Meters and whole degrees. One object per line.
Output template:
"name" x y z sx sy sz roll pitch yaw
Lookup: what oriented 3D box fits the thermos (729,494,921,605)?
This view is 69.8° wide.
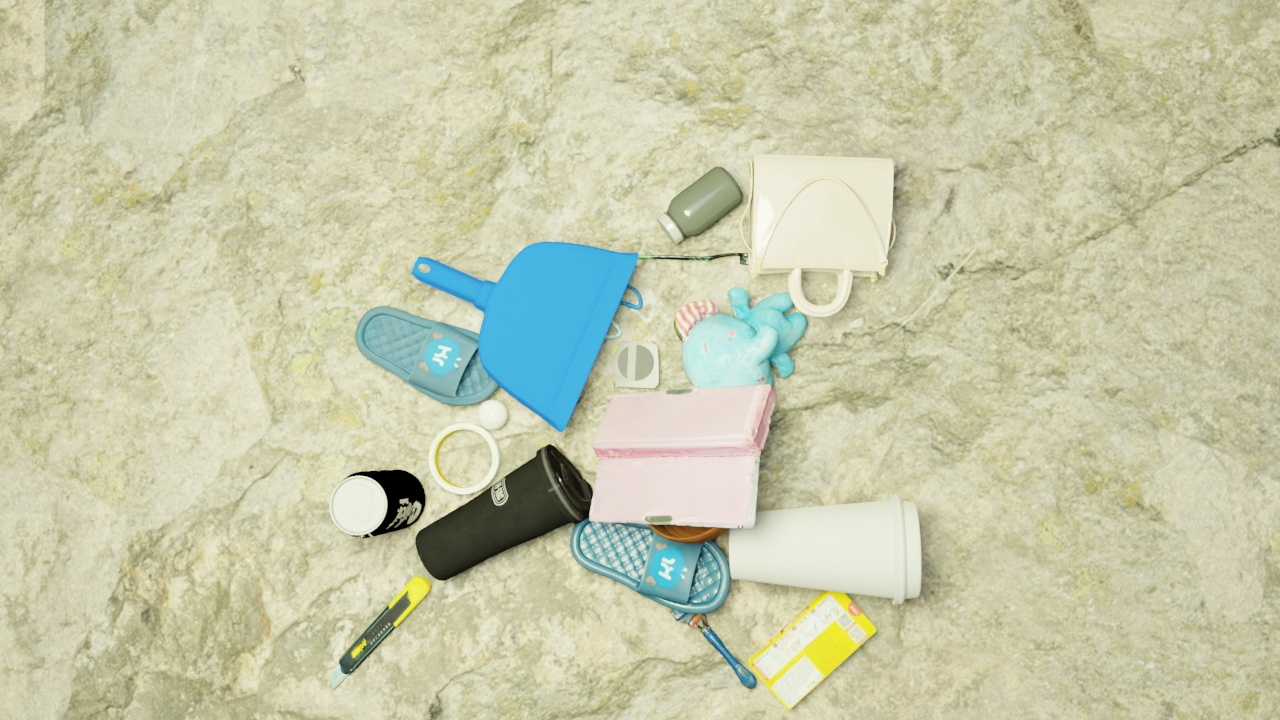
"thermos" 0.224 0.230 1.126 0.222 0.131 0.131 -1 84 12

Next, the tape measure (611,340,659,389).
"tape measure" -0.007 0.007 1.211 0.064 0.017 0.065 2 85 4

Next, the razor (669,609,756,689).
"razor" 0.097 0.361 1.169 0.043 0.018 0.141 -39 84 -12

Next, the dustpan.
"dustpan" -0.168 -0.072 1.162 0.257 0.059 0.245 23 87 -4

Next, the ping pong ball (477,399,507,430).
"ping pong ball" -0.194 0.072 1.207 0.040 0.040 0.040 0 84 4

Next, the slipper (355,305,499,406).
"slipper" -0.283 -0.006 1.213 0.214 0.059 0.104 21 89 7

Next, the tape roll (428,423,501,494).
"tape roll" -0.232 0.130 1.215 0.094 0.019 0.094 0 84 4

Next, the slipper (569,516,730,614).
"slipper" 0.013 0.247 1.162 0.214 0.059 0.103 19 75 10

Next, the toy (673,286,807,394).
"toy" 0.140 -0.017 1.163 0.180 0.115 0.183 -35 96 -11

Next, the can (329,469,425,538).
"can" -0.328 0.178 1.154 0.080 0.146 0.080 0 84 4

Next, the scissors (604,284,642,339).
"scissors" -0.066 -0.077 1.228 0.133 0.020 0.097 20 83 5

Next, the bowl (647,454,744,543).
"bowl" 0.078 0.163 1.120 0.148 0.069 0.147 -19 49 23

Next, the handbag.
"handbag" 0.223 -0.154 1.166 0.194 0.101 0.197 2 85 2

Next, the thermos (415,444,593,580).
"thermos" -0.175 0.199 1.168 0.219 0.106 0.106 -29 83 6

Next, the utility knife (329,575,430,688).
"utility knife" -0.345 0.357 1.203 0.029 0.020 0.186 42 90 9

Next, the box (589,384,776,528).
"box" 0.041 0.110 1.102 0.233 0.051 0.179 -6 56 33

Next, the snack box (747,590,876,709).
"snack box" 0.216 0.359 1.157 0.152 0.025 0.075 -42 83 0

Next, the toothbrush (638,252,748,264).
"toothbrush" 0.068 -0.135 1.221 0.188 0.014 0.017 1 92 5

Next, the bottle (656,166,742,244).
"bottle" 0.077 -0.202 1.203 0.108 0.060 0.060 -37 83 0
